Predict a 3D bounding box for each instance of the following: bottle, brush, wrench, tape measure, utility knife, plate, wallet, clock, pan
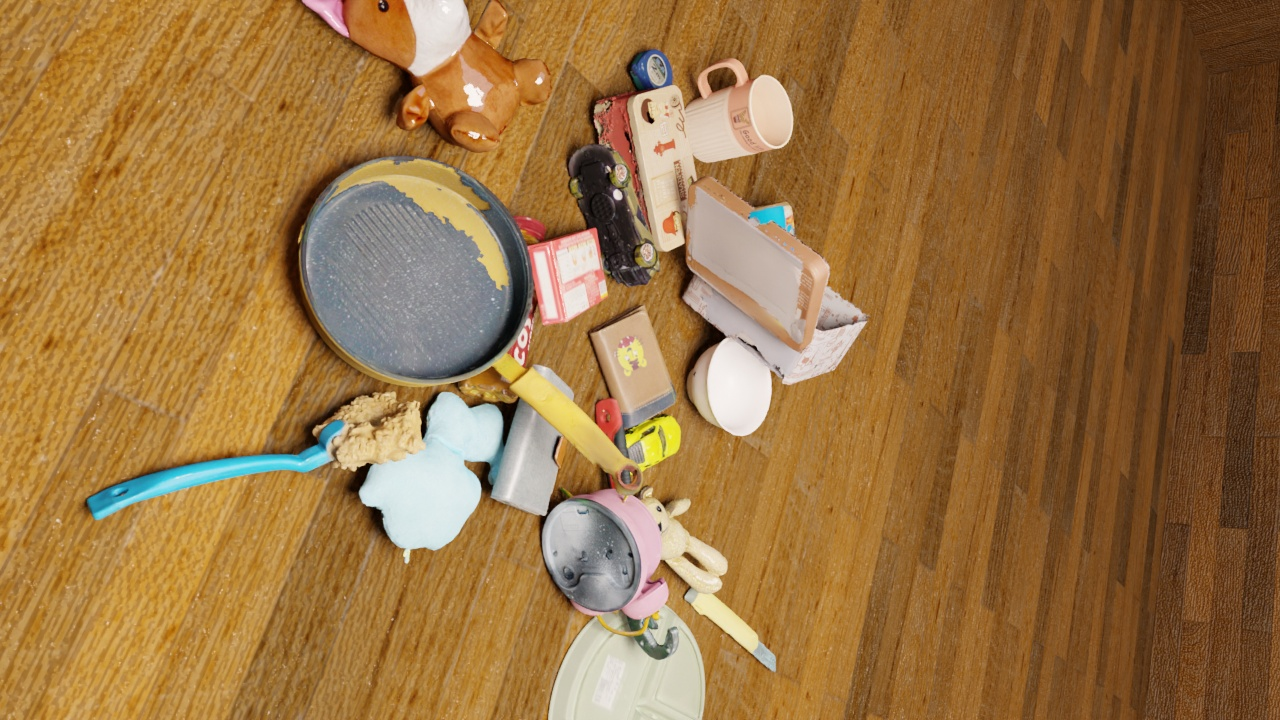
[{"bbox_3d":[-0.126,-0.050,0.868,0.057,0.058,0.174,23,72,-43],"label":"bottle"},{"bbox_3d":[-0.279,0.074,0.703,0.254,0.083,0.046,-14,120,-37],"label":"brush"},{"bbox_3d":[-0.011,0.173,0.956,0.016,0.056,0.273,0,74,-52],"label":"wrench"},{"bbox_3d":[0.013,-0.325,1.046,0.058,0.025,0.054,52,52,-35],"label":"tape measure"},{"bbox_3d":[0.117,0.330,1.125,0.205,0.021,0.030,44,62,-27],"label":"utility knife"},{"bbox_3d":[-0.006,0.375,0.993,0.229,0.028,0.230,4,84,-46],"label":"plate"},{"bbox_3d":[-0.006,0.006,1.009,0.090,0.033,0.115,-30,106,-41],"label":"wallet"},{"bbox_3d":[-0.095,0.080,0.884,0.106,0.037,0.129,50,53,-67],"label":"wallet"},{"bbox_3d":[0.178,-0.090,1.175,0.065,0.065,0.219,-20,103,-44],"label":"bottle"},{"bbox_3d":[-0.031,0.202,0.915,0.059,0.117,0.158,-20,101,-56],"label":"clock"},{"bbox_3d":[-0.130,-0.017,0.778,0.357,0.078,0.197,50,60,-11],"label":"pan"}]

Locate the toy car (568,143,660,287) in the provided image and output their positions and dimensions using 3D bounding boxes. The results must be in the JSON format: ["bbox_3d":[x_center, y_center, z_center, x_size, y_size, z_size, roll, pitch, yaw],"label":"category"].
[{"bbox_3d":[-0.026,-0.152,0.966,0.042,0.070,0.158,-37,115,-46],"label":"toy car"}]

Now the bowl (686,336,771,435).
[{"bbox_3d":[0.095,0.029,1.084,0.118,0.065,0.118,2,87,-45],"label":"bowl"}]

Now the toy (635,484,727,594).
[{"bbox_3d":[0.037,0.204,1.016,0.157,0.066,0.105,43,76,-27],"label":"toy"}]

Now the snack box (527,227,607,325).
[{"bbox_3d":[-0.068,-0.085,0.900,0.152,0.025,0.075,-46,127,-72],"label":"snack box"}]

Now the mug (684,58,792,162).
[{"bbox_3d":[0.107,-0.296,1.083,0.081,0.106,0.114,-48,120,-36],"label":"mug"}]

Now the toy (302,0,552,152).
[{"bbox_3d":[-0.178,-0.274,0.790,0.199,0.131,0.139,48,62,-21],"label":"toy"}]

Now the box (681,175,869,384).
[{"bbox_3d":[0.135,-0.078,1.011,0.134,0.179,0.270,-49,154,2],"label":"box"}]

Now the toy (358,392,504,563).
[{"bbox_3d":[-0.178,0.103,0.815,0.161,0.050,0.156,23,62,-47],"label":"toy"}]

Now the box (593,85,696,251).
[{"bbox_3d":[0.004,-0.208,1.007,0.091,0.076,0.168,-30,116,-43],"label":"box"}]

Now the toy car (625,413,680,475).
[{"bbox_3d":[0.012,0.093,1.021,0.105,0.032,0.048,-23,104,-45],"label":"toy car"}]
